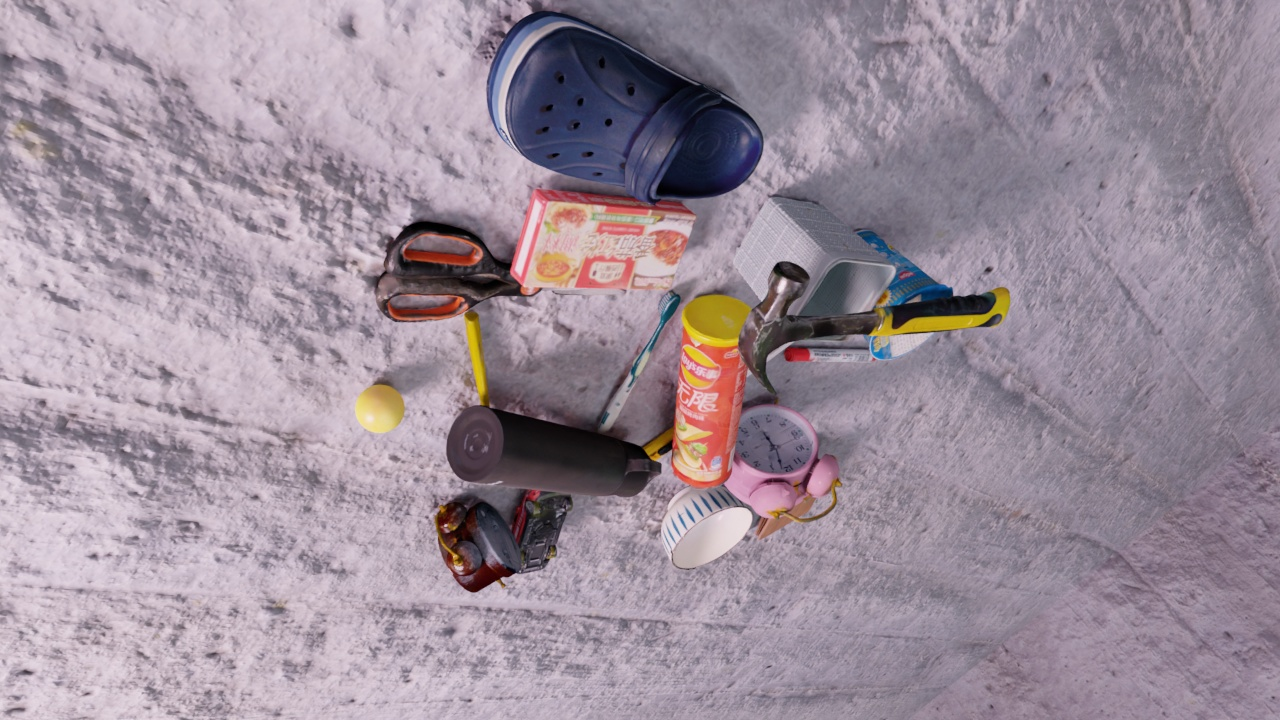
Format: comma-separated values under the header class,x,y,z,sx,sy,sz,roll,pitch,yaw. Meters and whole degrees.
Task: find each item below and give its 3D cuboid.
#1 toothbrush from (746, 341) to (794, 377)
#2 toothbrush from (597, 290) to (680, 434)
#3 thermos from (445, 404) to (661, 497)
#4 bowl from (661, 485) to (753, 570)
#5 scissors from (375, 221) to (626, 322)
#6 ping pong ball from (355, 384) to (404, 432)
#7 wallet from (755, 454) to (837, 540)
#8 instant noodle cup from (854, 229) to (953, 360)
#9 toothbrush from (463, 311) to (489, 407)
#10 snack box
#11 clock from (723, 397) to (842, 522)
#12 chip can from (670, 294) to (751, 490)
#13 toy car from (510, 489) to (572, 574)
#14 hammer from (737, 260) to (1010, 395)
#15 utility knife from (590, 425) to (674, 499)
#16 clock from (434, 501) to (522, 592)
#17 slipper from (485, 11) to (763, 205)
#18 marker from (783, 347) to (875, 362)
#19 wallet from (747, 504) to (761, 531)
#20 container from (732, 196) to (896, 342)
class,x,y,z,sx,sy,sz,roll,pitch,yaw
toothbrush,0.142,-0.001,1.007,0.180,0.016,0.016,-34,141,1
toothbrush,-0.005,0.005,0.908,0.016,0.018,0.192,-1,135,-36
thermos,-0.069,0.092,0.887,0.090,0.068,0.242,-12,163,33
bowl,0.074,0.196,1.136,0.116,0.066,0.117,-21,142,-18
scissors,-0.097,-0.074,0.743,0.234,0.021,0.140,-17,139,-21
ping pong ball,-0.217,0.040,0.765,0.040,0.040,0.040,-20,141,-18
wallet,0.202,0.180,1.199,0.101,0.020,0.115,-20,143,-34
instant noodle cup,0.242,-0.072,0.925,0.099,0.110,0.099,-20,142,-17
toothbrush,-0.139,0.026,0.829,0.016,0.015,0.190,-24,142,-21
snack box,-0.028,-0.096,0.754,0.152,0.025,0.075,-2,124,-38
clock,0.157,0.119,1.035,0.117,0.158,0.060,-20,144,-19
chip can,0.072,0.037,0.938,0.073,0.073,0.217,-18,136,-20
toy car,-0.113,0.177,0.993,0.052,0.045,0.121,-3,127,-38
hammer,0.220,-0.035,0.829,0.322,0.032,0.126,-6,135,-34
utility knife,0.014,0.106,1.032,0.176,0.015,0.033,-35,140,2
clock,-0.170,0.187,0.932,0.055,0.082,0.122,-31,146,6
slipper,0.002,-0.161,0.664,0.252,0.095,0.105,6,125,-45
marker,0.222,-0.006,1.063,0.145,0.017,0.017,0,131,-37
wallet,0.163,0.165,1.191,0.106,0.037,0.130,-19,140,-34
container,0.154,-0.087,0.842,0.089,0.111,0.090,1,131,-37
